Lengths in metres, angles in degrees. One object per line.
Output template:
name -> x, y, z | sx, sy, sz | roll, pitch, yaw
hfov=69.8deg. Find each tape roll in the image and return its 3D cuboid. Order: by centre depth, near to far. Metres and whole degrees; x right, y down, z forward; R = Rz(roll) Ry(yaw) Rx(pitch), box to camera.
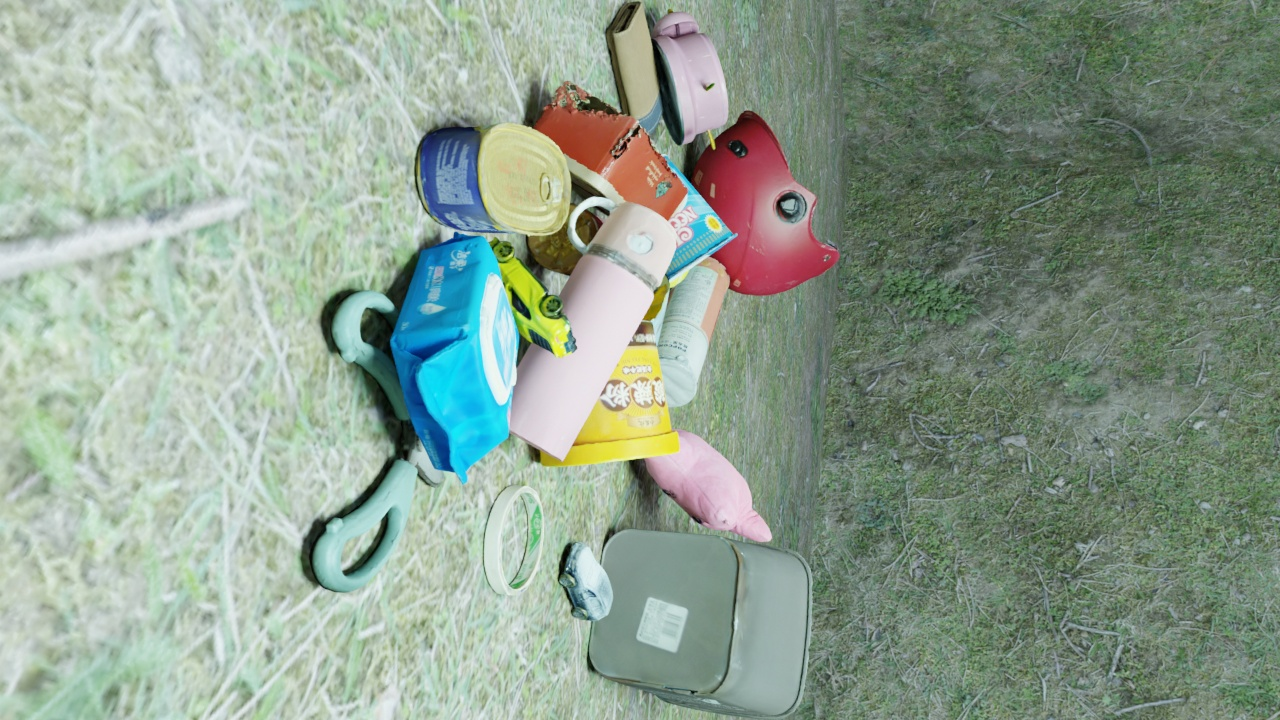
tape roll -> -0.099, 0.142, 0.729 | 0.085, 0.014, 0.086 | 3, 89, -72

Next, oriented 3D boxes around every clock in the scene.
clock -> 0.048, -0.315, 1.014 | 0.117, 0.060, 0.158 | 79, -9, -58

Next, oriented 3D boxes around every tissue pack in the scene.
tissue pack -> -0.109, -0.007, 0.569 | 0.156, 0.052, 0.095 | -92, 172, -53

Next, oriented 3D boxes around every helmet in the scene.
helmet -> 0.134, -0.185, 1.195 | 0.240, 0.144, 0.207 | 61, -7, -27

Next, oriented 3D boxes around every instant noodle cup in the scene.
instant noodle cup -> -0.030, 0.027, 0.780 | 0.118, 0.119, 0.114 | 4, 81, -72
instant noodle cup -> 0.026, -0.143, 0.923 | 0.110, 0.099, 0.099 | 55, 23, -2

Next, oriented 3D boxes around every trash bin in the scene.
trash bin -> 0.064, 0.281, 0.994 | 0.219, 0.199, 0.198 | 40, 54, -60

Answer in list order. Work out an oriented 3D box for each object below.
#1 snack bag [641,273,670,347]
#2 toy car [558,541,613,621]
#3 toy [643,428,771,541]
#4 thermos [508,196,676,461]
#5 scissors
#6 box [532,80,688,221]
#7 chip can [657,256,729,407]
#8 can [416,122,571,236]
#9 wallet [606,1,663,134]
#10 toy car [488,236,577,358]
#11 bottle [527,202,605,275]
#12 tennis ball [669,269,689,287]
snack bag -> -0.005, 0.005, 0.920 | 0.191, 0.039, 0.110 | 101, -1, -46
toy car -> -0.050, 0.210, 0.865 | 0.042, 0.034, 0.091 | -66, 151, -43
toy -> 0.062, 0.130, 0.994 | 0.194, 0.074, 0.178 | 41, 2, -20
thermos -> -0.048, -0.030, 0.698 | 0.198, 0.087, 0.067 | -62, -171, -8
scissors -> -0.154, 0.055, 0.535 | 0.170, 0.019, 0.178 | 77, 20, -50
box -> -0.021, -0.171, 0.782 | 0.077, 0.091, 0.168 | -56, 161, 2
chip can -> 0.054, -0.041, 1.099 | 0.214, 0.071, 0.071 | -69, 154, -47
can -> -0.098, -0.124, 0.642 | 0.148, 0.049, 0.074 | -17, 109, -71
wallet -> -0.004, -0.300, 0.949 | 0.090, 0.033, 0.115 | -73, 157, -46
toy car -> -0.083, -0.043, 0.653 | 0.032, 0.105, 0.048 | -34, 155, -13
bottle -> -0.040, -0.098, 0.815 | 0.174, 0.057, 0.057 | 4, 88, -72
tennis ball -> 0.023, -0.111, 1.001 | 0.065, 0.065, 0.065 | 3, 89, -72
